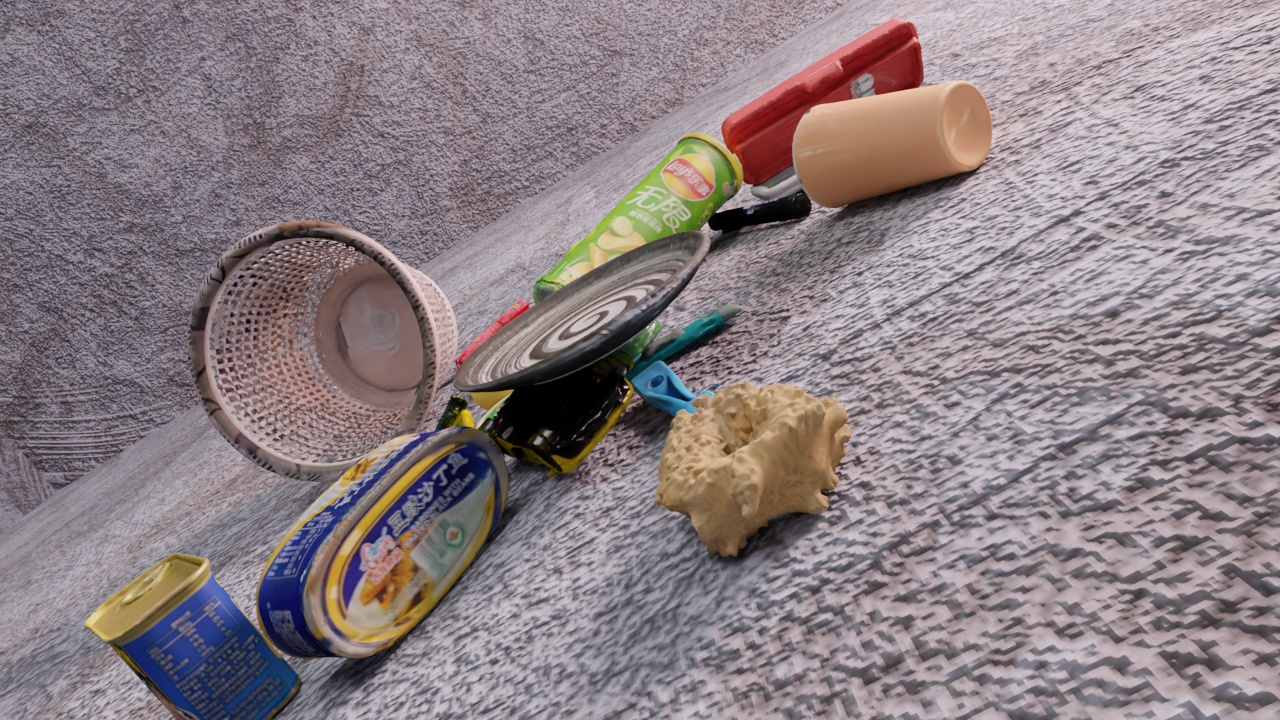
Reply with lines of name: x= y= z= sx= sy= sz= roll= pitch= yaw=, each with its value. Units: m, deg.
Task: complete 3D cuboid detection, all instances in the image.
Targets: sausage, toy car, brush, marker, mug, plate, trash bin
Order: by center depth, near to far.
brush: x=0.029 y=0.029 z=0.452 sx=0.083 sy=0.046 sz=0.254 roll=-37 pitch=12 yaw=-4
toy car: x=-0.050 y=0.034 z=0.555 sx=0.071 sy=0.041 sz=0.156 roll=-52 pitch=21 yaw=-18
plate: x=-0.032 y=-0.025 z=0.562 sx=0.179 sy=0.024 sz=0.179 roll=-29 pitch=15 yaw=8
toy car: x=-0.026 y=-0.009 z=0.619 sx=0.091 sy=0.036 sz=0.043 roll=-24 pitch=22 yaw=44
mug: x=0.179 y=-0.153 z=0.648 sx=0.078 sy=0.078 sz=0.123 roll=-41 pitch=23 yaw=-27
marker: x=0.101 y=-0.126 z=0.796 sx=0.020 sy=0.022 sz=0.132 roll=-49 pitch=22 yaw=-18
trash bin: x=-0.274 y=-0.017 z=0.876 sx=0.228 sy=0.227 sz=0.192 roll=-30 pitch=3 yaw=9
sausage: x=-0.161 y=-0.029 z=1.006 sx=0.020 sy=0.020 sz=0.155 roll=-21 pitch=19 yaw=35

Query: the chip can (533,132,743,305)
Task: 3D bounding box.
chip can: x=-0.001 y=-0.105 z=0.789 sx=0.220 sy=0.072 sz=0.073 roll=-49 pitch=21 yaw=-25

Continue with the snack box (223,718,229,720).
snack box: x=-0.225 y=0.221 z=0.366 sx=0.085 sy=0.026 sz=0.157 roll=-28 pitch=16 yaw=13

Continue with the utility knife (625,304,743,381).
utility knife: x=-0.004 y=0.004 z=0.621 sx=0.164 sy=0.013 sz=0.029 roll=-32 pitch=15 yaw=5

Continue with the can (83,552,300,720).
can: x=-0.236 y=0.153 z=0.484 sx=0.102 sy=0.083 sz=0.057 roll=-12 pitch=25 yaw=52

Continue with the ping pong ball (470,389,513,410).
ping pong ball: x=-0.116 y=0.021 z=0.731 sx=0.040 sy=0.040 sz=0.040 roll=-30 pitch=16 yaw=9

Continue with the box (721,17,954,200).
box: x=0.186 y=-0.214 z=0.834 sx=0.201 sy=0.095 sz=0.098 roll=-31 pitch=45 yaw=0

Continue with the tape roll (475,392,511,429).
tape roll: x=-0.084 y=0.035 z=0.678 sx=0.086 sy=0.014 sz=0.085 roll=-30 pitch=16 yaw=9

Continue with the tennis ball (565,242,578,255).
tennis ball: x=-0.041 y=-0.081 z=0.850 sx=0.065 sy=0.065 sz=0.065 roll=-30 pitch=16 yaw=9

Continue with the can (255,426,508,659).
can: x=-0.131 y=0.093 z=0.486 sx=0.049 sy=0.074 sz=0.147 roll=-14 pitch=25 yaw=39

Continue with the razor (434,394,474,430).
razor: x=-0.114 y=0.062 z=0.617 sx=0.043 sy=0.028 sz=0.132 roll=-60 pitch=26 yaw=1
